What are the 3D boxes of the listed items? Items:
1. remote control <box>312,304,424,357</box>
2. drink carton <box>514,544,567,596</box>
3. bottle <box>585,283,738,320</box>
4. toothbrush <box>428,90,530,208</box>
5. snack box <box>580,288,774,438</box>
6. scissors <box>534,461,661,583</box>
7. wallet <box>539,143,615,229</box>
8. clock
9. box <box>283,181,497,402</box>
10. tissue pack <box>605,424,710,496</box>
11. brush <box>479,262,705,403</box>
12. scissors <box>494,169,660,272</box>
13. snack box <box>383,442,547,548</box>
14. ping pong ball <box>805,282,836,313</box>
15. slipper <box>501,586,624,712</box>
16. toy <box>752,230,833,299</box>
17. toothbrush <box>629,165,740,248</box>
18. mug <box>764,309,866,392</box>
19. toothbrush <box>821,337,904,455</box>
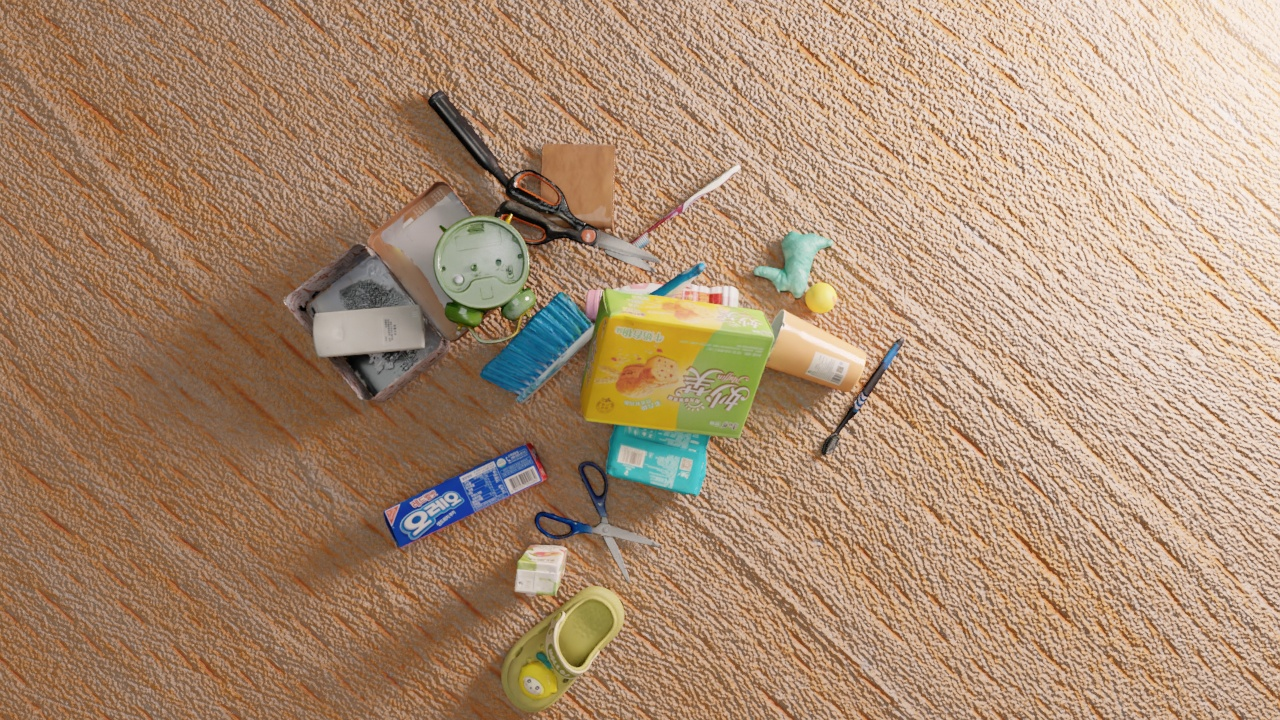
[{"bbox_3d":[-0.338,-0.036,1.142,0.135,0.019,0.056,-6,87,-2],"label":"remote control"},{"bbox_3d":[-0.124,0.265,1.156,0.053,0.122,0.045,6,89,0],"label":"drink carton"},{"bbox_3d":[0.028,-0.067,1.199,0.197,0.068,0.068,3,87,5],"label":"bottle"},{"bbox_3d":[-0.209,-0.271,1.227,0.027,0.026,0.212,-38,88,-9],"label":"toothbrush"},{"bbox_3d":[0.042,0.006,1.137,0.210,0.070,0.158,8,121,-11],"label":"snack box"},{"bbox_3d":[-0.058,0.214,1.210,0.174,0.012,0.162,-3,85,-2],"label":"scissors"},{"bbox_3d":[-0.083,-0.233,1.229,0.101,0.020,0.115,2,85,1],"label":"wallet"},{"bbox_3d":[-0.192,-0.100,1.138,0.116,0.056,0.161,-10,85,-5],"label":"clock"},{"bbox_3d":[-0.299,-0.087,1.191,0.259,0.082,0.177,-39,88,-1],"label":"box"},{"bbox_3d":[0.024,0.118,1.197,0.133,0.050,0.093,14,86,1],"label":"tissue pack"},{"bbox_3d":[-0.066,-0.051,1.165,0.109,0.060,0.315,45,109,-5],"label":"brush"},{"bbox_3d":[-0.075,-0.183,1.203,0.235,0.021,0.148,2,92,3],"label":"scissors"},{"bbox_3d":[-0.227,0.174,1.192,0.207,0.058,0.057,-26,88,-1],"label":"snack box"},{"bbox_3d":[0.238,-0.082,1.208,0.040,0.040,0.040,0,87,0],"label":"ping pong ball"},{"bbox_3d":[-0.102,0.369,1.174,0.190,0.081,0.091,-44,85,-4],"label":"slipper"},{"bbox_3d":[0.201,-0.128,1.217,0.096,0.030,0.092,12,85,7],"label":"toy"},{"bbox_3d":[0.060,-0.203,1.228,0.187,0.016,0.017,-36,96,-1],"label":"toothbrush"},{"bbox_3d":[0.225,-0.008,1.191,0.123,0.078,0.078,22,88,-3],"label":"mug"},{"bbox_3d":[0.296,0.048,1.216,0.014,0.016,0.189,36,87,-6],"label":"toothbrush"}]
